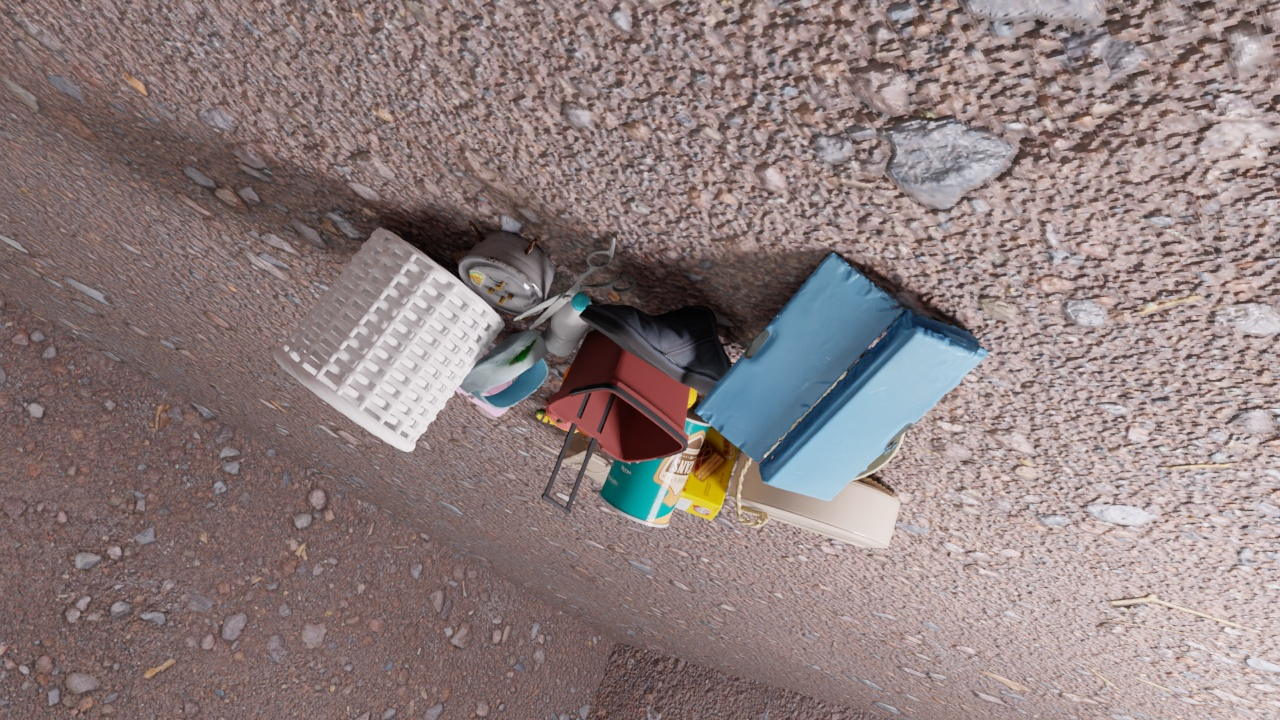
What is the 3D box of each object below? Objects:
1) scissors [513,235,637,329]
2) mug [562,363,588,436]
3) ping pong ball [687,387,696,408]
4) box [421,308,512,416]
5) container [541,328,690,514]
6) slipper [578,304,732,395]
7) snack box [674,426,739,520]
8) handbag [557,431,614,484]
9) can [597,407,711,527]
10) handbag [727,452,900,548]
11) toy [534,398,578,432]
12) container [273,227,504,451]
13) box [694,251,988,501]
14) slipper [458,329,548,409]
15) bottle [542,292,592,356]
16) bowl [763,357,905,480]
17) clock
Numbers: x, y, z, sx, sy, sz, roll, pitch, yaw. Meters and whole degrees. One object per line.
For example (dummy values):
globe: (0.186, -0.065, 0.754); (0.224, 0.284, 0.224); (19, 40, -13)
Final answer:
scissors: (-0.074, -0.078, 0.955); (0.153, 0.014, 0.131); (-11, 148, 6)
mug: (-0.053, 0.063, 1.196); (0.077, 0.112, 0.096); (-21, 156, -8)
ping pong ball: (0.049, 0.041, 1.133); (0.040, 0.040, 0.040); (20, 157, 9)
box: (-0.286, 0.005, 1.328); (0.102, 0.111, 0.201); (-25, 133, 28)
container: (-0.028, 0.070, 1.044); (0.127, 0.200, 0.148); (-17, 135, 43)
slipper: (0.040, -0.025, 0.957); (0.109, 0.083, 0.265); (34, -176, 39)
snack box: (0.090, 0.152, 1.254); (0.061, 0.105, 0.084); (19, 158, 2)
handbag: (-0.013, 0.176, 1.408); (0.175, 0.062, 0.198); (32, 169, -20)
can: (0.018, 0.126, 1.175); (0.099, 0.144, 0.099); (23, -173, -3)
handbag: (0.220, 0.187, 1.182); (0.211, 0.103, 0.208); (16, 171, 18)
toy: (-0.115, 0.083, 1.374); (0.084, 0.046, 0.104); (10, 176, -29)
container: (-0.285, -0.023, 1.059); (0.189, 0.186, 0.189); (36, 172, 6)
box: (0.176, 0.031, 0.848); (0.175, 0.060, 0.232); (28, 127, -10)
slipper: (-0.163, 0.017, 1.146); (0.074, 0.104, 0.246); (54, 163, -8)
bottle: (-0.082, -0.044, 1.066); (0.044, 0.044, 0.136); (26, 157, -6)
bowl: (0.190, 0.046, 0.937); (0.151, 0.075, 0.151); (5, 127, 6)
clock: (-0.144, -0.087, 1.017); (0.104, 0.056, 0.148); (17, 154, 15)
